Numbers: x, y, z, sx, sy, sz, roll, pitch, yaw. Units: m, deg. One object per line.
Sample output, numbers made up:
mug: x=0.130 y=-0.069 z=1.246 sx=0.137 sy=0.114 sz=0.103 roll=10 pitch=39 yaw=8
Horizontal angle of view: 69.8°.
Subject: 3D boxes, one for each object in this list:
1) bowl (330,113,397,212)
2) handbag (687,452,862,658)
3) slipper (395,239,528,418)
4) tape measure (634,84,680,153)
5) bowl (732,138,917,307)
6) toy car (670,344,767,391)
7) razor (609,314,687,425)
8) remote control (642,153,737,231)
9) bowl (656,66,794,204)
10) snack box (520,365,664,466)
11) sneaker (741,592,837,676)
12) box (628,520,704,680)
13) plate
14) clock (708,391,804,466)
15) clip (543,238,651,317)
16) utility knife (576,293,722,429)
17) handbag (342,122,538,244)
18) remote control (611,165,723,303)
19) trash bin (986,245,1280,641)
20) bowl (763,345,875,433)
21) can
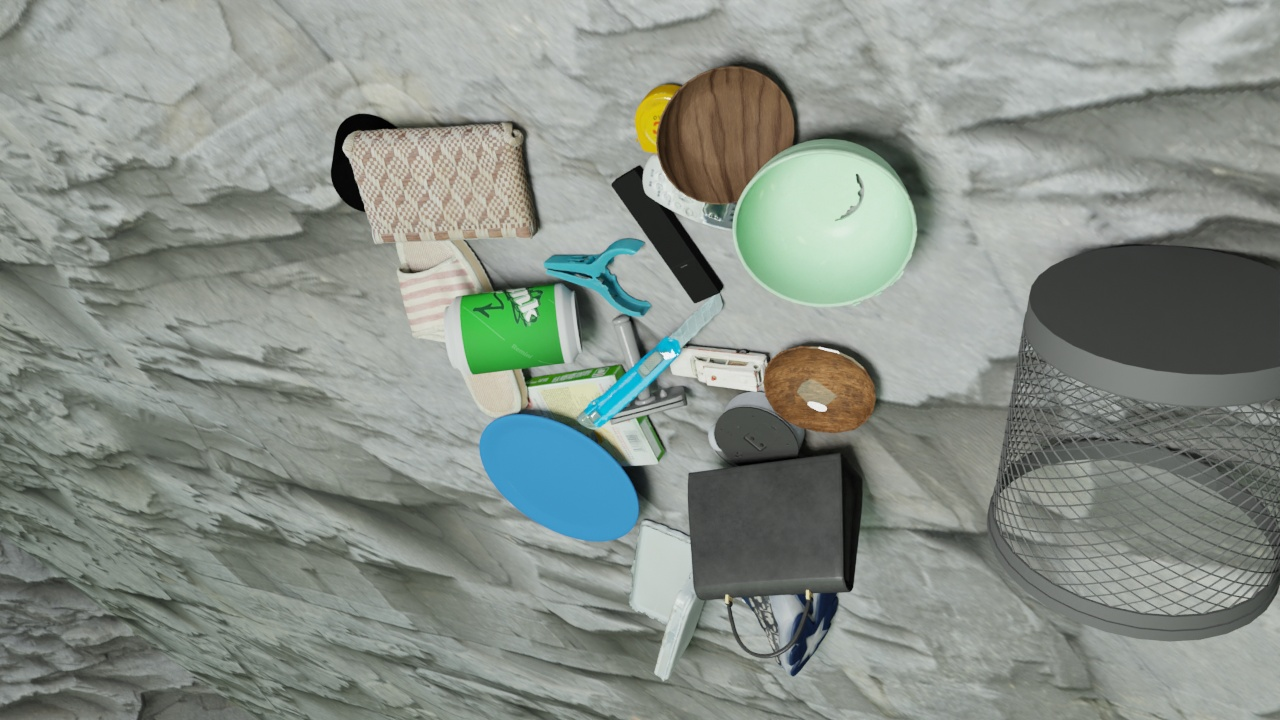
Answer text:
bowl: x=-0.301 y=-0.202 z=1.010 sx=0.124 sy=0.052 sz=0.124 roll=16 pitch=132 yaw=18
handbag: x=0.137 y=0.210 z=0.959 sx=0.176 sy=0.195 sz=0.072 roll=-11 pitch=146 yaw=28
slipper: x=-0.217 y=-0.040 z=1.084 sx=0.115 sy=0.052 sz=0.263 roll=-8 pitch=115 yaw=34
tape measure: x=0.025 y=-0.216 z=0.823 sx=0.068 sy=0.030 sz=0.059 roll=3 pitch=128 yaw=20
bowl: x=0.157 y=-0.126 z=0.780 sx=0.151 sy=0.076 sz=0.151 roll=9 pitch=132 yaw=10
toy car: x=0.079 y=0.009 z=0.973 sx=0.113 sy=0.038 sz=0.039 roll=6 pitch=129 yaw=26
razor: x=-0.006 y=0.006 z=1.014 sx=0.088 sy=0.047 sz=0.116 roll=-15 pitch=104 yaw=8
remote control: x=0.057 y=-0.159 z=0.853 sx=0.114 sy=0.028 sz=0.060 roll=23 pitch=135 yaw=11
bowl: x=0.070 y=-0.197 z=0.791 sx=0.119 sy=0.032 sz=0.119 roll=-4 pitch=122 yaw=-7
snack box: x=-0.067 y=0.073 z=1.121 sx=0.168 sy=0.027 sz=0.132 roll=-8 pitch=120 yaw=35
sneaker: x=0.155 y=0.270 z=1.123 sx=0.132 sy=0.103 sz=0.270 roll=18 pitch=134 yaw=37
box: x=0.027 y=0.328 z=1.225 sx=0.129 sy=0.104 sz=0.211 roll=21 pitch=134 yaw=19
plate: x=-0.101 y=0.146 z=1.164 sx=0.224 sy=0.024 sz=0.225 roll=17 pitch=136 yaw=17
clock: x=0.126 y=0.084 z=1.012 sx=0.094 sy=0.035 sz=0.123 roll=40 pitch=136 yaw=-5
clip: x=-0.032 y=-0.083 z=0.974 sx=0.123 sy=0.033 sz=0.120 roll=-21 pitch=117 yaw=40
utility knife: x=0.009 y=0.004 z=0.975 sx=0.221 sy=0.015 sz=0.031 roll=-44 pitch=83 yaw=21
handbag: x=-0.203 y=-0.183 z=0.954 sx=0.186 sy=0.046 sz=0.124 roll=-1 pitch=126 yaw=8
remote control: x=0.027 y=-0.123 z=0.911 sx=0.035 sy=0.013 sz=0.150 roll=-22 pitch=112 yaw=41
trash bin: x=0.392 y=0.054 z=0.712 sx=0.218 sy=0.217 sz=0.228 roll=8 pitch=125 yaw=25
bowl: x=0.183 y=0.024 z=0.932 sx=0.114 sy=0.026 sz=0.102 roll=9 pitch=124 yaw=22
can: x=-0.137 y=-0.034 z=0.998 sx=0.140 sy=0.087 sz=0.088 roll=-7 pitch=127 yaw=0
